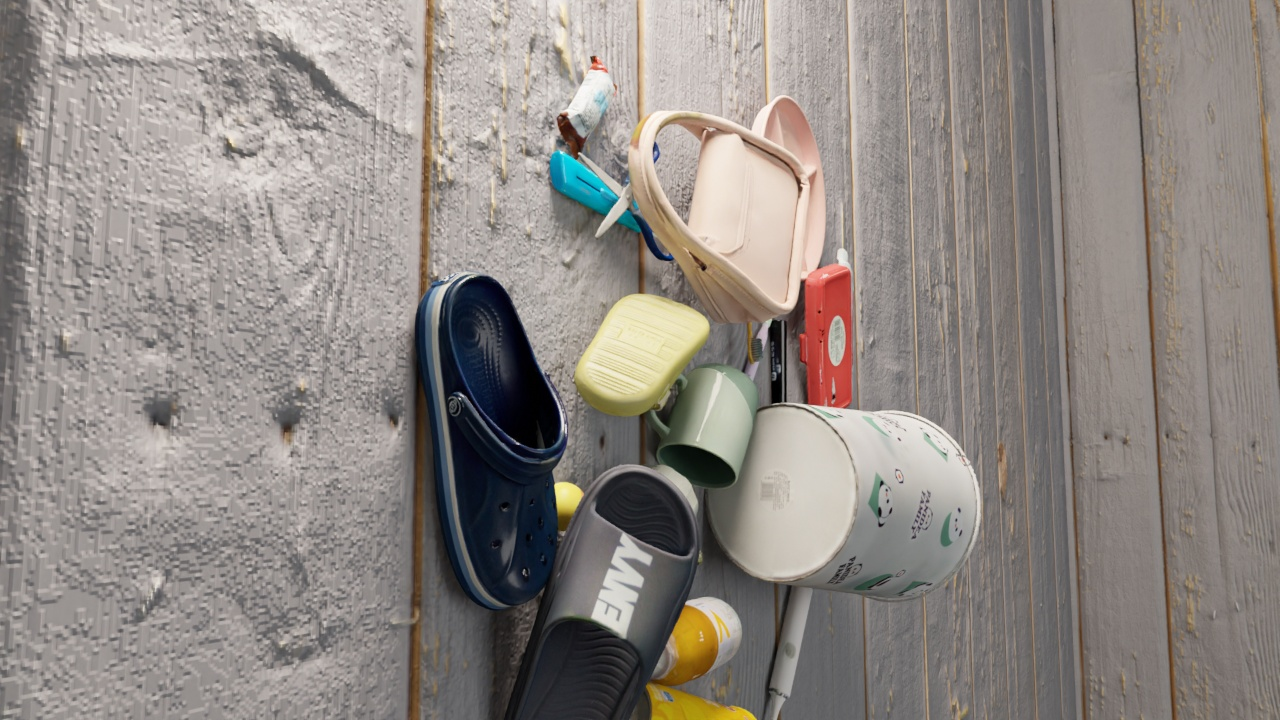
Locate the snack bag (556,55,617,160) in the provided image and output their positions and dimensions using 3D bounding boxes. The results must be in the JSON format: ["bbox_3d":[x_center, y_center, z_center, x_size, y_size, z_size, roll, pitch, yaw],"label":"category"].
[{"bbox_3d":[-0.047,-0.233,0.837,0.045,0.026,0.105,61,42,-44],"label":"snack bag"}]

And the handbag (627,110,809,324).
[{"bbox_3d":[0.073,-0.159,0.926,0.234,0.094,0.193,30,59,-44],"label":"handbag"}]

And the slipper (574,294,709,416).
[{"bbox_3d":[-0.005,0.005,0.840,0.190,0.091,0.082,-51,164,-54],"label":"slipper"}]

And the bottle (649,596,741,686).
[{"bbox_3d":[0.041,0.258,0.843,0.189,0.068,0.068,23,67,-67],"label":"bottle"}]

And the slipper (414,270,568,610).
[{"bbox_3d":[-0.096,0.056,0.683,0.104,0.095,0.253,-14,95,-52],"label":"slipper"}]

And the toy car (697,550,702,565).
[{"bbox_3d":[0.024,0.211,0.878,0.105,0.031,0.049,-28,148,-57],"label":"toy car"}]

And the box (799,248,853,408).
[{"bbox_3d":[0.260,-0.036,1.217,0.160,0.060,0.201,-35,125,-52],"label":"box"}]

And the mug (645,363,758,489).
[{"bbox_3d":[0.059,0.057,0.923,0.111,0.082,0.106,30,58,-14],"label":"mug"}]

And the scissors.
[{"bbox_3d":[-0.007,-0.155,0.871,0.176,0.012,0.162,46,46,-44],"label":"scissors"}]

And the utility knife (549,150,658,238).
[{"bbox_3d":[-0.022,-0.148,0.873,0.191,0.018,0.034,20,69,-54],"label":"utility knife"}]

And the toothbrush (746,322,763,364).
[{"bbox_3d":[0.126,-0.091,1.044,0.016,0.018,0.191,11,76,-59],"label":"toothbrush"}]

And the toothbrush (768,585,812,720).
[{"bbox_3d":[0.170,0.366,1.085,0.026,0.027,0.220,74,31,-55],"label":"toothbrush"}]

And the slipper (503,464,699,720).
[{"bbox_3d":[-0.027,0.214,0.693,0.110,0.083,0.268,22,87,-8],"label":"slipper"}]

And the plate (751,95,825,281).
[{"bbox_3d":[0.184,-0.213,1.151,0.229,0.028,0.229,8,81,-60],"label":"plate"}]

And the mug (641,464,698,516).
[{"bbox_3d":[-0.004,0.163,0.806,0.103,0.084,0.124,-45,151,-67],"label":"mug"}]

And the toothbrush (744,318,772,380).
[{"bbox_3d":[0.141,-0.017,1.091,0.021,0.029,0.188,102,9,-58],"label":"toothbrush"}]

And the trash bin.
[{"bbox_3d":[0.219,0.153,1.019,0.251,0.230,0.229,15,74,-48],"label":"trash bin"}]

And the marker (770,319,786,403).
[{"bbox_3d":[0.172,0.016,1.130,0.022,0.020,0.132,4,83,-44],"label":"marker"}]

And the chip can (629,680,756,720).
[{"bbox_3d":[0.037,0.346,0.859,0.213,0.072,0.072,37,57,-46],"label":"chip can"}]

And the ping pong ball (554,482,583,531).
[{"bbox_3d":[-0.064,0.122,0.763,0.040,0.040,0.040,9,80,-54],"label":"ping pong ball"}]
